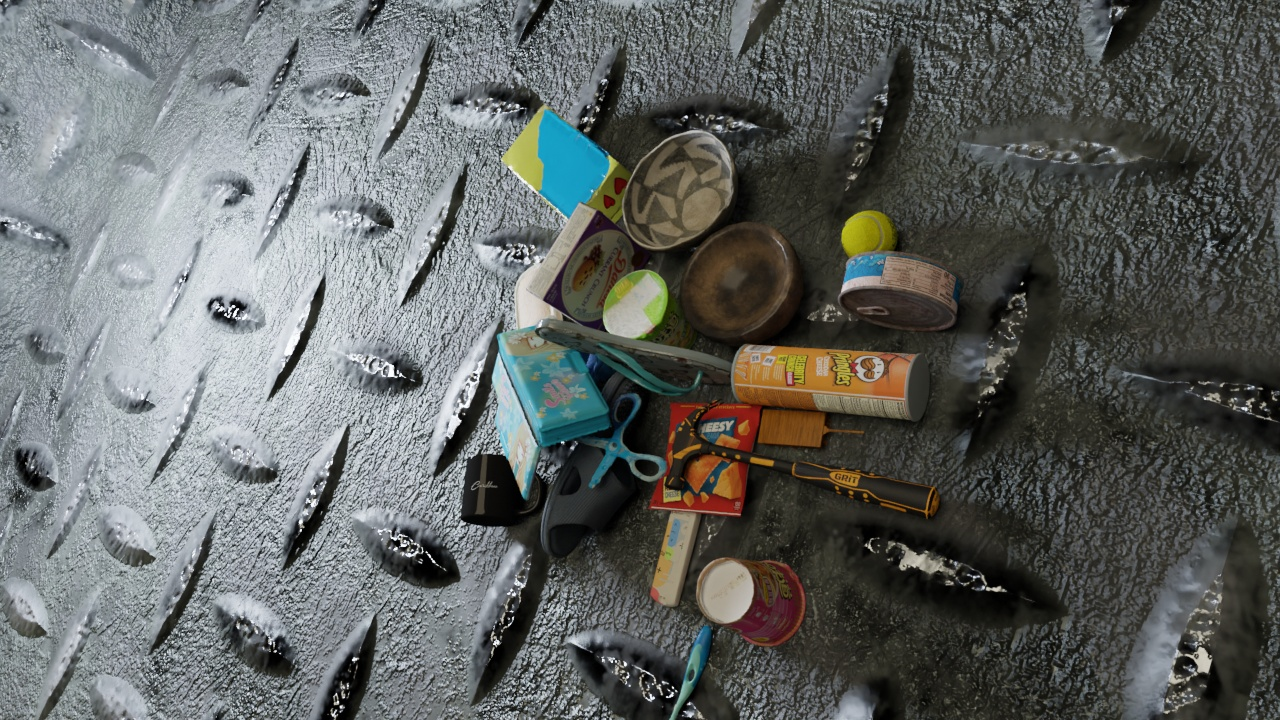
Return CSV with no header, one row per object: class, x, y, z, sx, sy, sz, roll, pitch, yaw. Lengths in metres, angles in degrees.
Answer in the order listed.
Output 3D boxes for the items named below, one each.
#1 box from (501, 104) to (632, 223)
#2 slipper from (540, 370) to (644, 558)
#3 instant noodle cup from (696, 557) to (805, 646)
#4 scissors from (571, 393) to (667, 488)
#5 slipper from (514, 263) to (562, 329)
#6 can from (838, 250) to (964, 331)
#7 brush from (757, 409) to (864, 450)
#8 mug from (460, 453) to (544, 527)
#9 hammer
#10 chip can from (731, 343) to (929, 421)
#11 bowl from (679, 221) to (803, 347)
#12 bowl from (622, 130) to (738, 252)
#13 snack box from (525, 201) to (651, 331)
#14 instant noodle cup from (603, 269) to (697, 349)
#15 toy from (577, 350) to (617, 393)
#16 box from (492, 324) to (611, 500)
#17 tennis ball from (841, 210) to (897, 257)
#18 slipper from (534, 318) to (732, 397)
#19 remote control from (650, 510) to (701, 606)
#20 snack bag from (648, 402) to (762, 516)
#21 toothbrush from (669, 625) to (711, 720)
box,-0.106,-0.290,1.423,0.124,0.082,0.221,-52,55,6
slipper,-0.039,0.140,1.191,0.083,0.101,0.263,16,74,30
instant noodle cup,0.117,0.263,1.018,0.098,0.108,0.097,-14,64,30
scissors,-0.022,0.101,1.143,0.134,0.011,0.139,9,66,24
slipper,-0.154,-0.031,1.354,0.115,0.054,0.272,-38,48,34
can,0.290,-0.076,1.027,0.130,0.130,0.044,6,74,36
brush,0.202,0.084,1.092,0.127,0.017,0.048,1,71,35
mug,-0.192,0.184,1.290,0.113,0.078,0.087,0,68,7
hammer,0.181,0.123,1.056,0.321,0.036,0.123,11,69,30
chip can,0.218,0.023,1.069,0.215,0.075,0.075,4,73,35
bowl,0.136,-0.091,1.177,0.163,0.070,0.162,-14,64,29
bowl,0.067,-0.220,1.271,0.179,0.081,0.178,-14,63,30
snack box,-0.070,-0.124,1.281,0.040,0.148,0.143,31,89,37
instant noodle cup,0.020,-0.054,1.217,0.099,0.108,0.098,-13,64,29
toy,-0.065,0.022,1.266,0.113,0.071,0.176,-18,41,51
box,-0.142,0.047,1.194,0.169,0.086,0.227,-42,39,8
tennis ball,0.276,-0.148,1.108,0.066,0.065,0.065,-14,64,29
slipper,-0.007,0.007,1.167,0.269,0.098,0.054,14,76,2
remote control,0.044,0.240,1.136,0.038,0.018,0.125,8,77,36
snack bag,0.081,0.121,1.145,0.131,0.039,0.143,-1,65,33
toothbrush,0.057,0.376,1.073,0.022,0.017,0.135,14,77,38
